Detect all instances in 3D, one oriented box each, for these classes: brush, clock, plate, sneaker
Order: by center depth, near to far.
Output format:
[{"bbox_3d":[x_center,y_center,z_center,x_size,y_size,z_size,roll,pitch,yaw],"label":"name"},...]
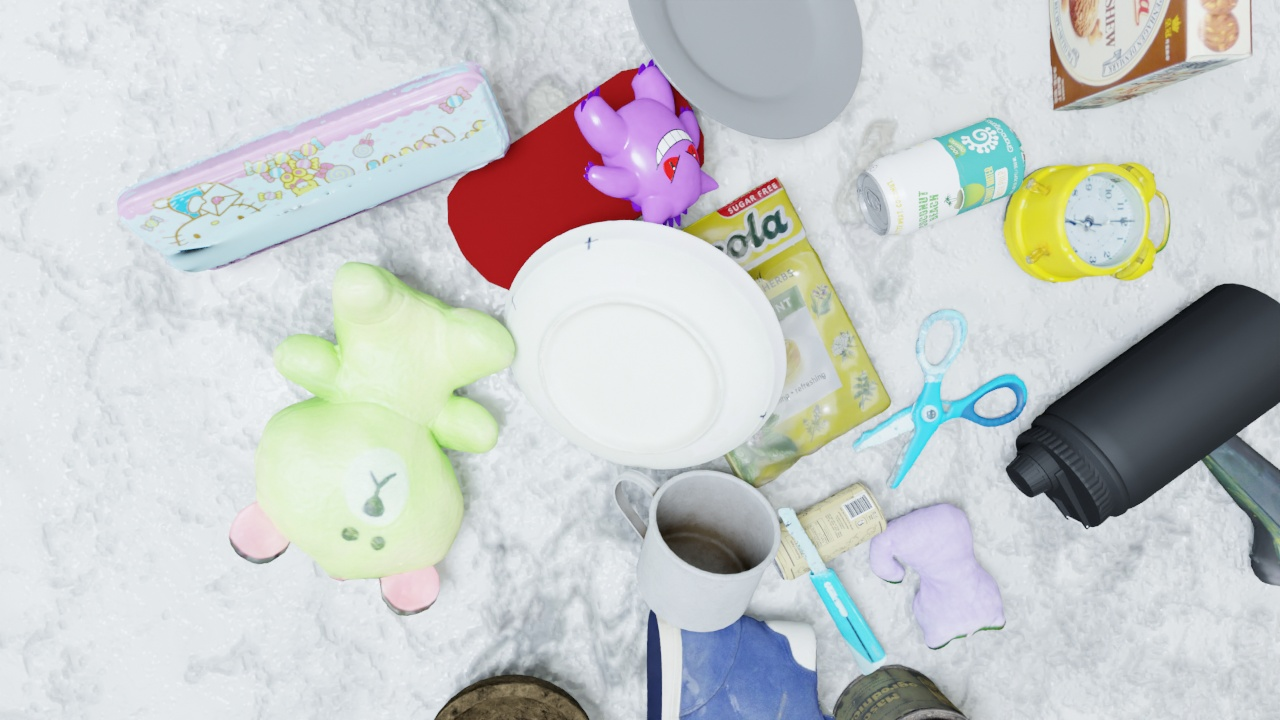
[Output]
[{"bbox_3d":[-0.003,0.003,0.567,0.182,0.034,0.183,8,126,11],"label":"plate"},{"bbox_3d":[0.068,-0.225,0.591,0.178,0.012,0.178,6,76,-25],"label":"plate"},{"bbox_3d":[-0.042,-0.116,0.601,0.173,0.042,0.082,-34,97,-3],"label":"brush"},{"bbox_3d":[0.068,0.282,0.622,0.118,0.091,0.233,0,86,-9],"label":"sneaker"},{"bbox_3d":[0.312,-0.096,0.633,0.118,0.057,0.083,-2,94,-14],"label":"clock"}]

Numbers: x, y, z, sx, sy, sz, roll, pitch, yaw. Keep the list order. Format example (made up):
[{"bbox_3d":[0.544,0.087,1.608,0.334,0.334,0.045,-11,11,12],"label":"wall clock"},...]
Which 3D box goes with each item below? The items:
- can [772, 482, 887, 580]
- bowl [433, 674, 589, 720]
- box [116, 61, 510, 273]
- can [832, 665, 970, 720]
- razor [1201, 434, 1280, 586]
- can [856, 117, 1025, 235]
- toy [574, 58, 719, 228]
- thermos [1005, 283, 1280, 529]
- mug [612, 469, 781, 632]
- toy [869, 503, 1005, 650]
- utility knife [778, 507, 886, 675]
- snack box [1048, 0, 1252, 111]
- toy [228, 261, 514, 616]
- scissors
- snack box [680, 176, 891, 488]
[{"bbox_3d":[0.127,0.119,0.637,0.079,0.038,0.038,-27,96,-4],"label":"can"},{"bbox_3d":[-0.087,0.264,0.616,0.121,0.056,0.121,0,94,-6],"label":"bowl"},{"bbox_3d":[-0.190,-0.131,0.540,0.214,0.091,0.090,-21,62,-1],"label":"box"},{"bbox_3d":[0.186,0.269,0.635,0.090,0.074,0.090,0,94,-6],"label":"can"},{"bbox_3d":[0.448,0.106,0.668,0.067,0.053,0.151,-43,91,15],"label":"razor"},{"bbox_3d":[0.203,-0.123,0.620,0.101,0.055,0.055,-21,96,-4],"label":"can"},{"bbox_3d":[0.004,-0.122,0.555,0.088,0.056,0.105,51,53,-2],"label":"toy"},{"bbox_3d":[0.347,0.038,0.630,0.198,0.086,0.086,-35,97,-3],"label":"thermos"},{"bbox_3d":[0.029,0.117,0.600,0.113,0.084,0.071,27,134,15],"label":"mug"},{"bbox_3d":[0.208,0.153,0.651,0.080,0.036,0.099,-20,91,6],"label":"toy"},{"bbox_3d":[0.128,0.158,0.625,0.022,0.015,0.167,-31,116,7],"label":"utility knife"},{"bbox_3d":[0.313,-0.244,0.577,0.041,0.147,0.143,-5,95,-5],"label":"snack box"},{"bbox_3d":[-0.165,0.044,0.575,0.150,0.107,0.197,24,100,-23],"label":"toy"},{"bbox_3d":[0.218,0.040,0.655,0.118,0.013,0.140,27,88,-7],"label":"scissors"},{"bbox_3d":[0.080,-0.015,0.619,0.121,0.045,0.181,-29,96,-3],"label":"snack box"}]
